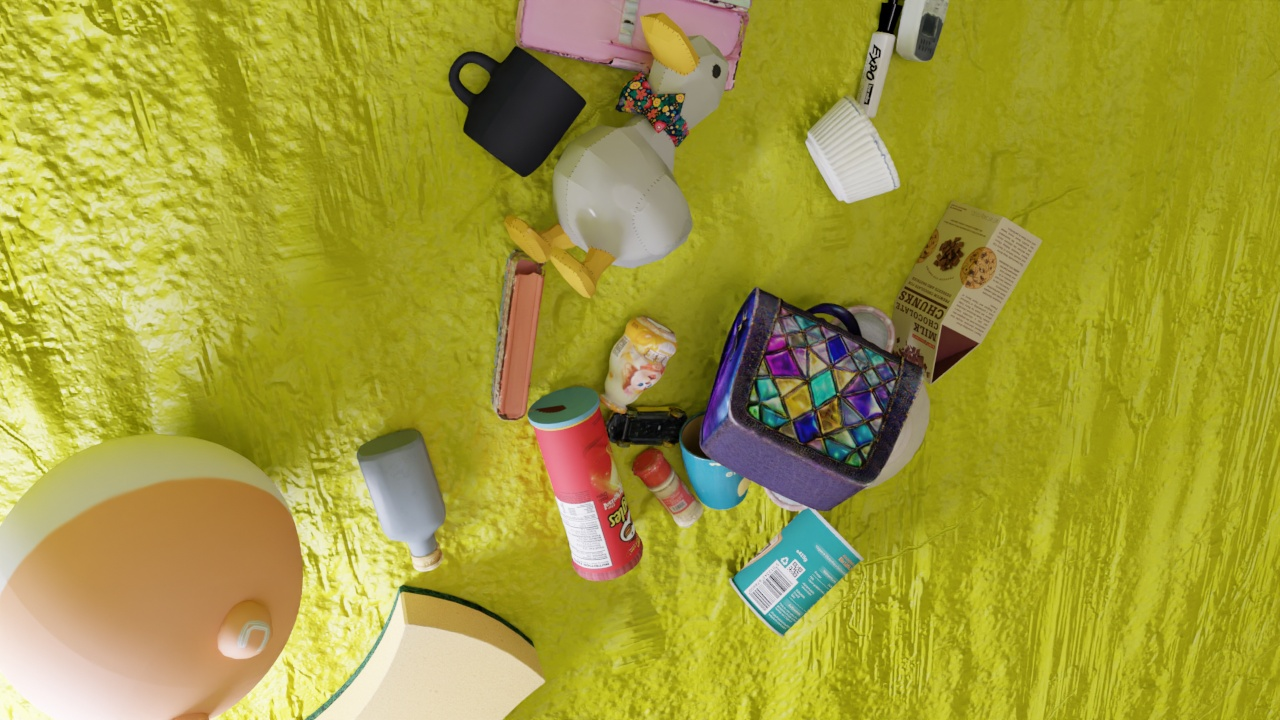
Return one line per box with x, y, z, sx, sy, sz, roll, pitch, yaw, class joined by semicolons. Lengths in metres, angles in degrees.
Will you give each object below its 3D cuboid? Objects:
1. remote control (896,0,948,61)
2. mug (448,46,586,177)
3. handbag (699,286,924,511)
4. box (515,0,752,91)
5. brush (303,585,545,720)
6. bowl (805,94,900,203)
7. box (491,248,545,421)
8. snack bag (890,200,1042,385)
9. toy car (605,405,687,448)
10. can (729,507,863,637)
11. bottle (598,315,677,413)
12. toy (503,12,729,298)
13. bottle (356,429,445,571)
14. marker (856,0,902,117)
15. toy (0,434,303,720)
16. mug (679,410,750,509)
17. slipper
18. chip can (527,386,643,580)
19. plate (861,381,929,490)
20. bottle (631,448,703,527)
0.308;-0.383;0.989;0.060;0.028;0.114;-7;114;-48;remote control
-0.128;-0.245;0.875;0.121;0.085;0.094;36;96;-12;mug
0.186;0.030;1.019;0.205;0.126;0.221;26;63;-1;handbag
0.002;-0.365;0.896;0.230;0.035;0.159;6;109;-21;box
-0.260;0.408;1.095;0.195;0.075;0.250;33;98;-27;brush
0.225;-0.222;0.996;0.062;0.115;0.115;-30;119;11;bowl
-0.130;-0.024;0.984;0.058;0.053;0.187;11;108;10;box
0.376;-0.077;1.110;0.070;0.094;0.206;22;102;-26;snack bag
0.007;0.076;1.079;0.106;0.030;0.049;4;111;-28;toy car
0.201;0.270;1.188;0.144;0.099;0.099;-45;118;2;can
-0.006;0.006;1.028;0.063;0.063;0.108;25;101;-26;bottle
-0.002;-0.186;0.904;0.267;0.141;0.247;-48;147;-7;toy
-0.255;0.159;1.012;0.072;0.046;0.161;-17;116;-12;bottle
0.261;-0.332;1.006;0.025;0.025;0.126;4;110;-21;marker
-0.438;0.211;0.842;0.263;0.281;0.265;-56;145;8;toy
0.103;0.115;1.105;0.111;0.084;0.104;-44;141;-33;mug
0.230;0.062;1.122;0.114;0.054;0.274;21;100;-5;slipper
-0.061;0.143;1.052;0.087;0.087;0.213;-20;115;-11;chip can
0.300;0.091;1.190;0.188;0.027;0.189;-7;113;-17;plate
0.034;0.156;1.115;0.044;0.044;0.109;-38;119;-2;bottle
